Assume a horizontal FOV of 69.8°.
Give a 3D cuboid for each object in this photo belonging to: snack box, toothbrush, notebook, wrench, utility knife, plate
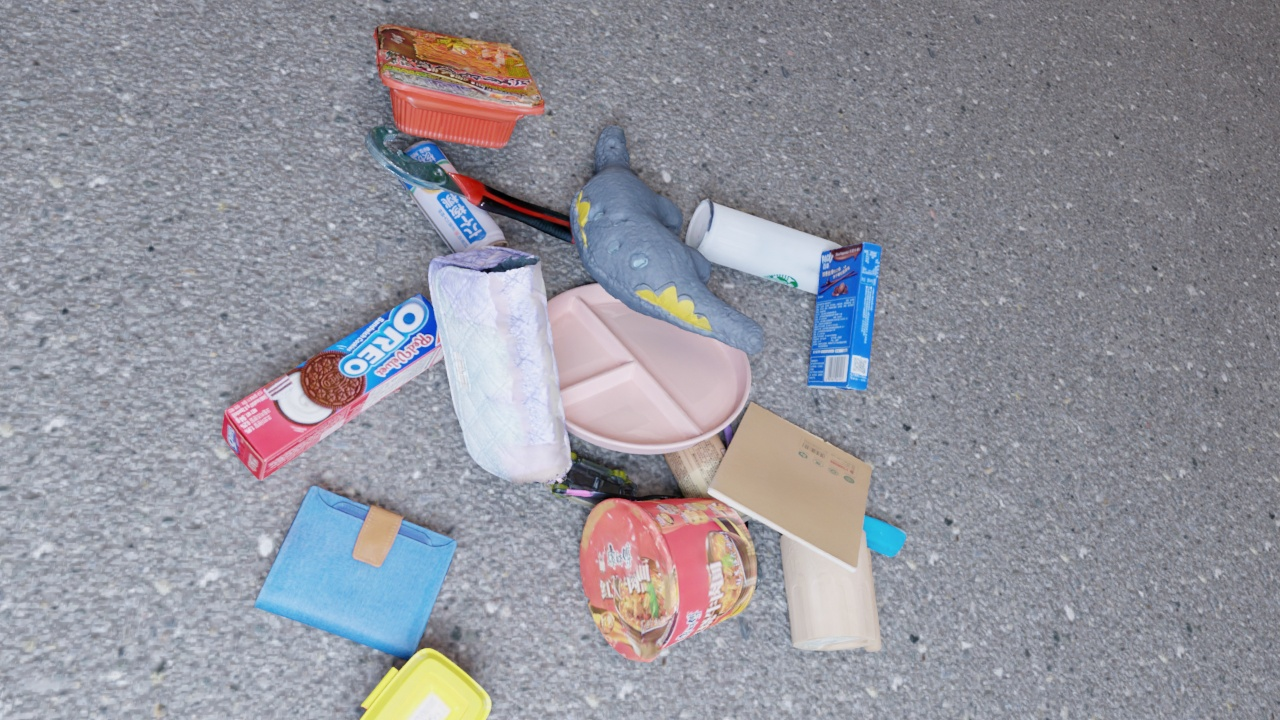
[{"bbox_3d":[0.223,-0.046,1.007,0.026,0.085,0.157,8,87,-20],"label":"snack box"},{"bbox_3d":[-0.015,0.127,0.832,0.189,0.014,0.017,16,65,-51],"label":"toothbrush"},{"bbox_3d":[0.152,0.114,0.895,0.148,0.008,0.207,28,26,6],"label":"notebook"},{"bbox_3d":[-0.170,0.274,0.689,0.082,0.080,0.091,41,55,-1],"label":"snack box"},{"bbox_3d":[-0.150,-0.164,0.924,0.273,0.016,0.056,19,45,-39],"label":"wrench"},{"bbox_3d":[0.101,0.137,0.927,0.014,0.017,0.188,5,62,-25],"label":"toothbrush"},{"bbox_3d":[0.186,0.157,0.956,0.199,0.018,0.034,23,59,-8],"label":"utility knife"},{"bbox_3d":[-0.005,0.005,0.905,0.229,0.028,0.229,6,44,-6],"label":"plate"},{"bbox_3d":[-0.259,0.019,0.803,0.057,0.058,0.206,49,55,3],"label":"snack box"}]

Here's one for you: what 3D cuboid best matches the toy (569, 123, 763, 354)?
[{"bbox_3d":[-0.002,-0.130,0.954,0.137,0.092,0.356,-11,52,-22],"label":"toy"}]

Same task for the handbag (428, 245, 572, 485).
[{"bbox_3d":[-0.122,0.003,0.789,0.075,0.134,0.194,-22,114,-33],"label":"handbag"}]

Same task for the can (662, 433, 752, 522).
[{"bbox_3d":[0.063,0.111,0.899,0.058,0.059,0.116,-17,72,-31],"label":"can"}]

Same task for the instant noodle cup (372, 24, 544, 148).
[{"bbox_3d":[-0.197,-0.286,0.962,0.164,0.079,0.188,5,35,-21],"label":"instant noodle cup"}]

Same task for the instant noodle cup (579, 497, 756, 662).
[{"bbox_3d":[0.027,0.180,0.806,0.108,0.138,0.137,-5,65,-36],"label":"instant noodle cup"}]

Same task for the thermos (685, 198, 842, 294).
[{"bbox_3d":[0.166,-0.120,1.071,0.224,0.073,0.073,15,58,-17],"label":"thermos"}]

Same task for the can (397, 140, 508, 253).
[{"bbox_3d":[-0.192,-0.155,0.931,0.053,0.053,0.134,-31,79,-34],"label":"can"}]

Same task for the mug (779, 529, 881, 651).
[{"bbox_3d":[0.193,0.225,0.893,0.124,0.084,0.103,26,52,-42],"label":"mug"}]

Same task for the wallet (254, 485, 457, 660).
[{"bbox_3d":[-0.228,0.172,0.747,0.133,0.040,0.106,24,60,-12],"label":"wallet"}]

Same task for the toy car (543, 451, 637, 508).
[{"bbox_3d":[-0.049,0.118,0.858,0.090,0.035,0.042,24,55,-14],"label":"toy car"}]
